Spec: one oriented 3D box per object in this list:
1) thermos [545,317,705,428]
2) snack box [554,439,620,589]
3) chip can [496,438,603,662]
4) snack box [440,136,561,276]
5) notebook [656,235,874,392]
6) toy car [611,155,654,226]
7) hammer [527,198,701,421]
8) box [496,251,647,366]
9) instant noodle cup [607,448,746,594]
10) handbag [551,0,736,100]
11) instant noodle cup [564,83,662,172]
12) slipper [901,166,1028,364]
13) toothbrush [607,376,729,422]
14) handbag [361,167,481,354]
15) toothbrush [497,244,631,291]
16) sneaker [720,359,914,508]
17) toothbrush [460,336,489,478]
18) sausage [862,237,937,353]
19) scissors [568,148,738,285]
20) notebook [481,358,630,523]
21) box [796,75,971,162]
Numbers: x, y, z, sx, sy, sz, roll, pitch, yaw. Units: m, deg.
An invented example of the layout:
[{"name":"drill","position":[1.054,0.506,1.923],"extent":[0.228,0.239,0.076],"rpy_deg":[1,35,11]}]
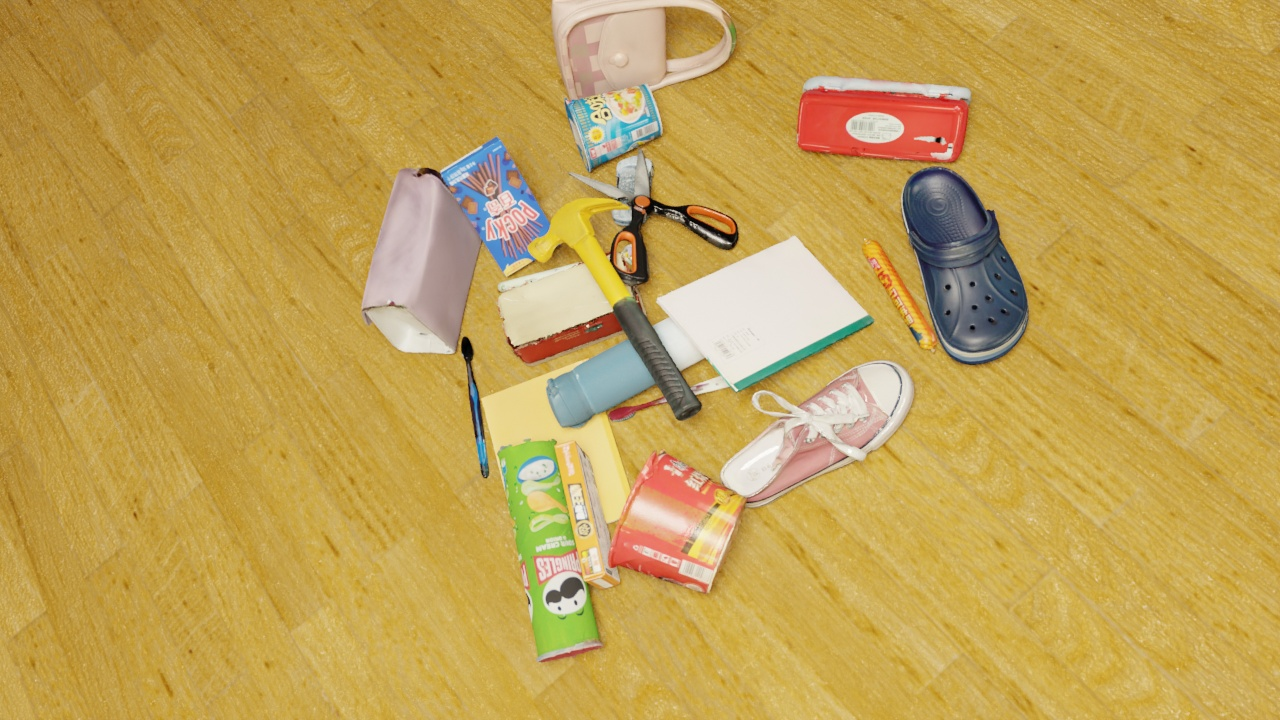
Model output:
[{"name":"thermos","position":[-0.006,0.006,1.069],"extent":[0.220,0.070,0.070],"rpy_deg":[-28,64,-3]},{"name":"snack box","position":[-0.058,0.169,1.004],"extent":[0.026,0.075,0.153],"rpy_deg":[-17,67,5]},{"name":"chip can","position":[-0.102,0.204,1.005],"extent":[0.072,0.072,0.235],"rpy_deg":[-17,69,6]},{"name":"snack box","position":[-0.174,-0.191,1.155],"extent":[0.084,0.157,0.026],"rpy_deg":[-31,29,-1]},{"name":"notebook","position":[0.145,-0.058,1.047],"extent":[0.208,0.012,0.150],"rpy_deg":[-25,61,-26]},{"name":"toy car","position":[-0.010,-0.223,1.190],"extent":[0.049,0.031,0.105],"rpy_deg":[0,67,11]},{"name":"hammer","position":[-0.018,-0.062,1.032],"extent":[0.129,0.032,0.300],"rpy_deg":[-40,65,21]},{"name":"box","position":[-0.086,-0.068,1.119],"extent":[0.168,0.077,0.091],"rpy_deg":[-20,65,4]},{"name":"instant noodle cup","position":[0.042,0.176,0.963],"extent":[0.108,0.138,0.137],"rpy_deg":[22,75,12]},{"name":"handbag","position":[0.007,-0.415,1.188],"extent":[0.234,0.193,0.093],"rpy_deg":[-4,69,1]},{"name":"instant noodle cup","position":[-0.032,-0.311,1.201],"extent":[0.110,0.099,0.099],"rpy_deg":[-19,65,-3]},{"name":"slipper","position":[0.362,-0.121,1.025],"extent":[0.105,0.095,0.252],"rpy_deg":[-15,62,10]},{"name":"toothbrush","position":[0.052,0.041,1.076],"extent":[0.187,0.017,0.016],"rpy_deg":[-17,62,4]},{"name":"handbag","position":[-0.276,-0.123,1.151],"extent":[0.098,0.145,0.196],"rpy_deg":[3,68,12]},{"name":"toothbrush","position":[-0.093,-0.115,1.172],"extent":[0.190,0.029,0.020],"rpy_deg":[-13,24,10]},{"name":"sneaker","position":[0.190,0.074,0.987],"extent":[0.241,0.088,0.118],"rpy_deg":[-32,64,0]},{"name":"toothbrush","position":[-0.203,0.056,1.134],"extent":[0.014,0.016,0.189],"rpy_deg":[-12,68,-2]},{"name":"sausage","position":[0.298,-0.078,1.060],"extent":[0.021,0.021,0.165],"rpy_deg":[-25,64,2]},{"name":"scissors","position":[0.010,-0.175,1.133],"extent":[0.233,0.022,0.220],"rpy_deg":[20,54,2]},{"name":"notebook","position":[-0.100,0.110,1.086],"extent":[0.146,0.010,0.206],"rpy_deg":[-21,65,4]},{"name":"box","position":[0.301,-0.309,1.137],"extent":[0.202,0.095,0.100],"rpy_deg":[9,33,16]}]
